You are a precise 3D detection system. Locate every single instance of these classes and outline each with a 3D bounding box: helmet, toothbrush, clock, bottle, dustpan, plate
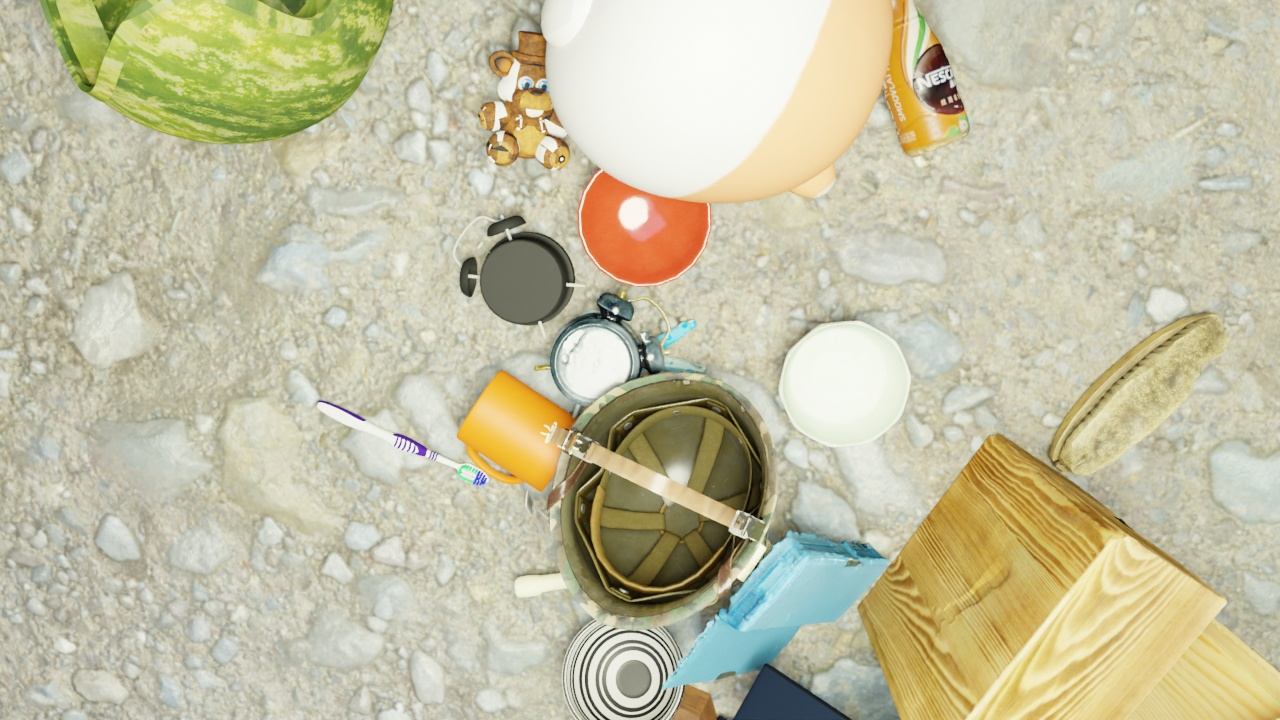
[{"bbox_3d":[-0.327,-0.288,0.735,0.213,0.246,0.244,59,140,12],"label":"helmet"},{"bbox_3d":[-0.236,0.082,0.911,0.186,0.016,0.015,25,101,-2],"label":"toothbrush"},{"bbox_3d":[-0.118,-0.082,0.859,0.120,0.042,0.091,38,101,-4],"label":"clock"},{"bbox_3d":[-0.035,0.210,0.908,0.184,0.045,0.045,-11,100,6],"label":"bottle"},{"bbox_3d":[0.180,0.371,0.848,0.236,0.273,0.080,42,77,-35],"label":"dustpan"},{"bbox_3d":[0.021,0.391,0.949,0.131,0.025,0.131,1,101,3],"label":"plate"},{"bbox_3d":[0.232,-0.263,0.794,0.059,0.059,0.167,-21,98,7],"label":"bottle"},{"bbox_3d":[0.019,0.118,0.784,0.193,0.237,0.223,23,64,18],"label":"helmet"},{"bbox_3d":[-0.030,-0.008,0.854,0.129,0.052,0.090,-38,94,3],"label":"clock"}]

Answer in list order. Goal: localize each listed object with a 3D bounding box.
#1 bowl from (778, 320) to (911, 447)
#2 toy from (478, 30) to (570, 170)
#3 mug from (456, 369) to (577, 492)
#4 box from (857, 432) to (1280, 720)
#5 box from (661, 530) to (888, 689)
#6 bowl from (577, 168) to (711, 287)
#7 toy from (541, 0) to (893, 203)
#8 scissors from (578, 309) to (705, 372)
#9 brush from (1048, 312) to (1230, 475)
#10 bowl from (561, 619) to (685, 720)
[{"bbox_3d":[0.185,0.016,0.850,0.117,0.061,0.117,1,101,4],"label":"bowl"},{"bbox_3d":[-0.099,-0.233,0.819,0.087,0.067,0.113,1,115,-21],"label":"toy"},{"bbox_3d":[-0.121,0.078,0.879,0.096,0.077,0.113,33,125,-3],"label":"mug"},{"bbox_3d":[0.346,0.251,0.776,0.220,0.279,0.259,35,101,-4],"label":"box"},{"bbox_3d":[0.127,0.229,0.824,0.175,0.231,0.033,-50,59,12],"label":"box"},{"bbox_3d":[0.004,-0.130,0.846,0.122,0.035,0.122,1,101,3],"label":"bowl"},{"bbox_3d":[0.064,-0.248,0.716,0.280,0.266,0.262,21,86,-29],"label":"toy"},{"bbox_3d":[-0.004,0.007,0.886,0.137,0.012,0.127,12,101,0],"label":"scissors"},{"bbox_3d":[0.459,0.031,0.844,0.059,0.043,0.195,43,99,-5],"label":"brush"},{"bbox_3d":[-0.012,0.314,0.910,0.120,0.066,0.120,-4,67,10],"label":"bowl"}]
